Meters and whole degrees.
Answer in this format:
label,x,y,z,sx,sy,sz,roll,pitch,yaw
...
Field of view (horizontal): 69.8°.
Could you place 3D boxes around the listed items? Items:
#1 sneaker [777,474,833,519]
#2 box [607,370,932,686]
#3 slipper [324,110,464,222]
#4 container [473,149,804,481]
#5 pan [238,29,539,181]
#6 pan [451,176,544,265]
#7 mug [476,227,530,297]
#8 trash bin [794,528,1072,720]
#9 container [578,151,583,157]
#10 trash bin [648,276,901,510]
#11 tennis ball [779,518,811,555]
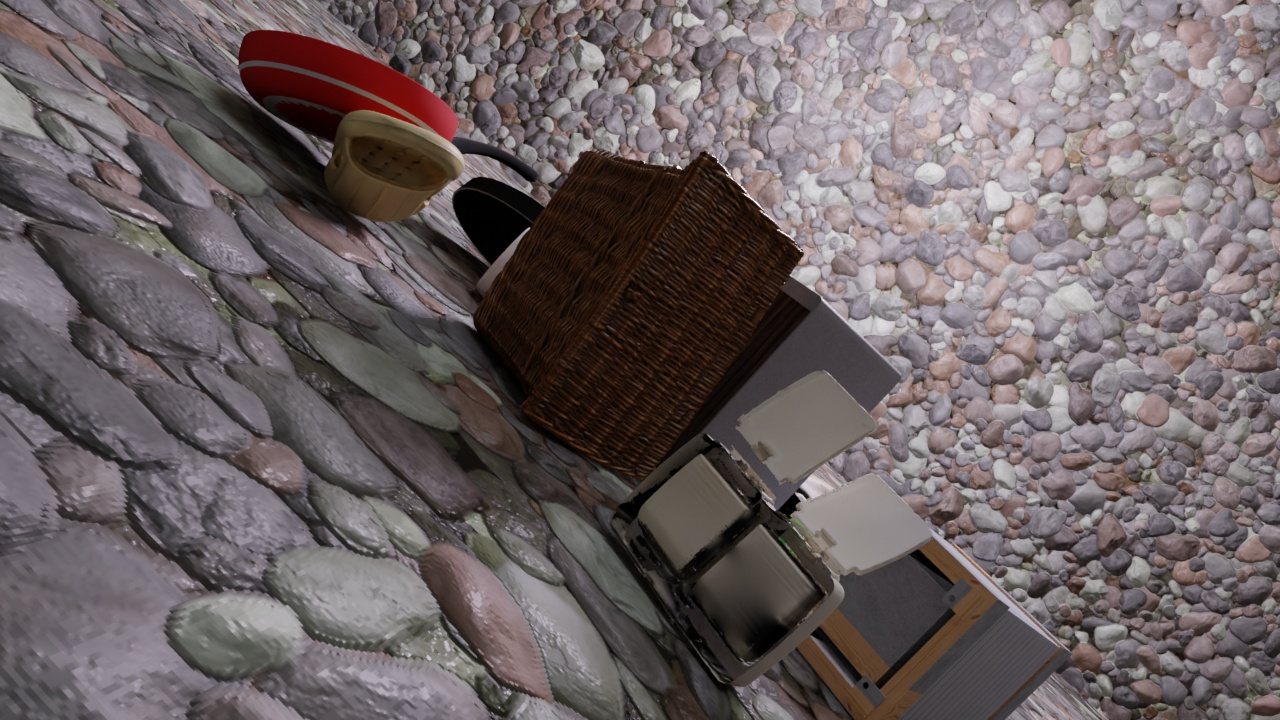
label,x,y,z,sx,sy,sz,roll,pitch,yaw
sneaker,0.182,0.174,1.051,0.241,0.089,0.102,33,2,-23
box,0.085,0.106,0.596,0.145,0.185,0.066,53,-14,36
slipper,-0.241,-0.168,0.865,0.111,0.079,0.262,16,-3,-25
container,-0.021,-0.057,0.809,0.162,0.250,0.183,35,0,-44
pan,-0.239,-0.236,0.950,0.209,0.067,0.355,13,-6,41
pan,-0.078,-0.091,1.089,0.356,0.034,0.226,36,-19,10
mug,-0.118,-0.091,0.975,0.068,0.094,0.116,42,-31,-7
trash bin,0.250,0.237,0.818,0.247,0.142,0.142,35,10,-47
container,-0.076,-0.199,1.537,0.227,0.196,0.226,41,7,-6
trash bin,0.111,0.046,0.878,0.114,0.229,0.114,39,7,-22
tennis ball,0.164,0.195,0.944,0.065,0.065,0.065,41,7,-6
